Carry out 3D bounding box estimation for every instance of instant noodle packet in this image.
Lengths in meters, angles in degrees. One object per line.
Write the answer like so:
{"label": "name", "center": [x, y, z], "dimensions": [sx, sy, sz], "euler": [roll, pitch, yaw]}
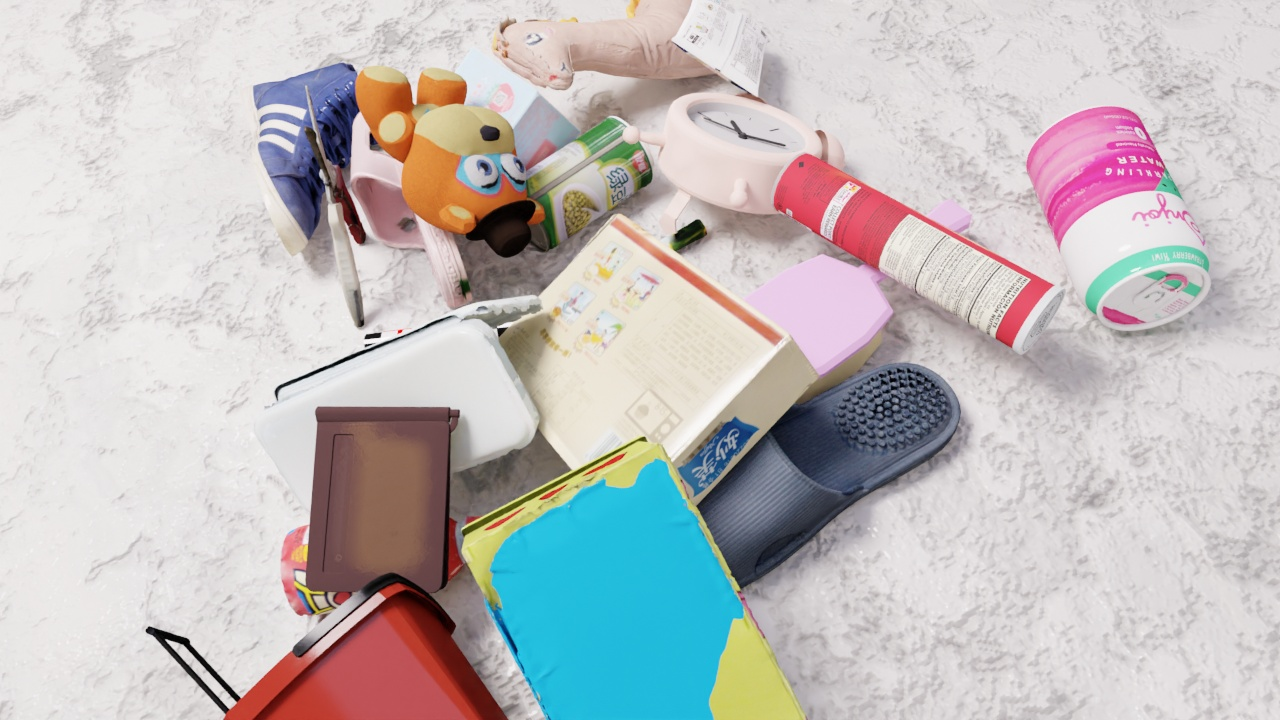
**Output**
{"label": "instant noodle packet", "center": [0.076, -0.289, 0.825], "dimensions": [0.087, 0.026, 0.134], "euler": [30, 40, -11]}

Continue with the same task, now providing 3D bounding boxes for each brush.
{"label": "brush", "center": [0.163, -0.048, 0.702], "dimensions": [0.228, 0.043, 0.089], "euler": [-34, 58, -15]}

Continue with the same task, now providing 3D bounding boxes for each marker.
{"label": "marker", "center": [-0.008, -0.078, 0.763], "dimensions": [0.146, 0.017, 0.017], "euler": [-30, 57, -12]}
{"label": "marker", "center": [-0.149, -0.021, 0.741], "dimensions": [0.145, 0.019, 0.019], "euler": [-7, 55, 3]}

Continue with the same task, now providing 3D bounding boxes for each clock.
{"label": "clock", "center": [0.082, -0.167, 0.774], "dimensions": [0.131, 0.086, 0.160], "euler": [37, 48, 28]}

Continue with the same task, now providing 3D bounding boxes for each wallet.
{"label": "wallet", "center": [-0.162, 0.086, 0.578], "dimensions": [0.091, 0.018, 0.115], "euler": [0, 83, 2]}

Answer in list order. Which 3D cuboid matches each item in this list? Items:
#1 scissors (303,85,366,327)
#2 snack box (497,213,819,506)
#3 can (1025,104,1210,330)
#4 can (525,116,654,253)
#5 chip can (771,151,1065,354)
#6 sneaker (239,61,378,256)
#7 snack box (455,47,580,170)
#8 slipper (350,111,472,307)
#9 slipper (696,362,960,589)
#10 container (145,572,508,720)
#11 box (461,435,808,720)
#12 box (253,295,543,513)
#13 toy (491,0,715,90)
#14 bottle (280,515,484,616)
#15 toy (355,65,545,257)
{"label": "scissors", "center": [-0.240, -0.115, 0.735], "dimensions": [0.015, 0.196, 0.179], "euler": [-7, 95, -8]}
{"label": "snack box", "center": [-0.004, 0.004, 0.628], "dimensions": [0.153, 0.055, 0.207], "euler": [-46, 44, -1]}
{"label": "can", "center": [0.357, -0.110, 0.691], "dimensions": [0.088, 0.088, 0.165], "euler": [-6, 55, 4]}
{"label": "can", "center": [-0.052, -0.152, 0.789], "dimensions": [0.120, 0.067, 0.067], "euler": [-37, 59, -17]}
{"label": "chip can", "center": [0.193, -0.083, 0.663], "dimensions": [0.215, 0.052, 0.051], "euler": [37, 67, 28]}
{"label": "sneaker", "center": [-0.285, -0.193, 0.842], "dimensions": [0.118, 0.091, 0.233], "euler": [-21, 47, -10]}
{"label": "snack box", "center": [-0.126, -0.202, 0.808], "dimensions": [0.095, 0.079, 0.093], "euler": [39, 96, 28]}
{"label": "slipper", "center": [-0.209, -0.138, 0.786], "dimensions": [0.064, 0.094, 0.239], "euler": [-21, 61, -12]}
{"label": "slipper", "center": [0.100, 0.062, 0.613], "dimensions": [0.263, 0.083, 0.101], "euler": [-27, 54, -12]}
{"label": "container", "center": [-0.167, 0.183, 0.525], "dimensions": [0.127, 0.148, 0.201], "euler": [-43, 69, -16]}
{"label": "box", "center": [0.004, 0.162, 0.493], "dimensions": [0.124, 0.083, 0.221], "euler": [-29, 89, -10]}
{"label": "box", "center": [-0.158, 0.035, 0.644], "dimensions": [0.212, 0.129, 0.105], "euler": [-19, 93, 28]}
{"label": "toy", "center": [-0.026, -0.310, 0.862], "dimensions": [0.263, 0.065, 0.196], "euler": [-11, 47, -28]}
{"label": "bottle", "center": [-0.162, 0.130, 0.613], "dimensions": [0.137, 0.062, 0.061], "euler": [-10, 55, 2]}
{"label": "toy", "center": [-0.143, -0.153, 0.707], "dimensions": [0.111, 0.096, 0.176], "euler": [-23, 83, -52]}
